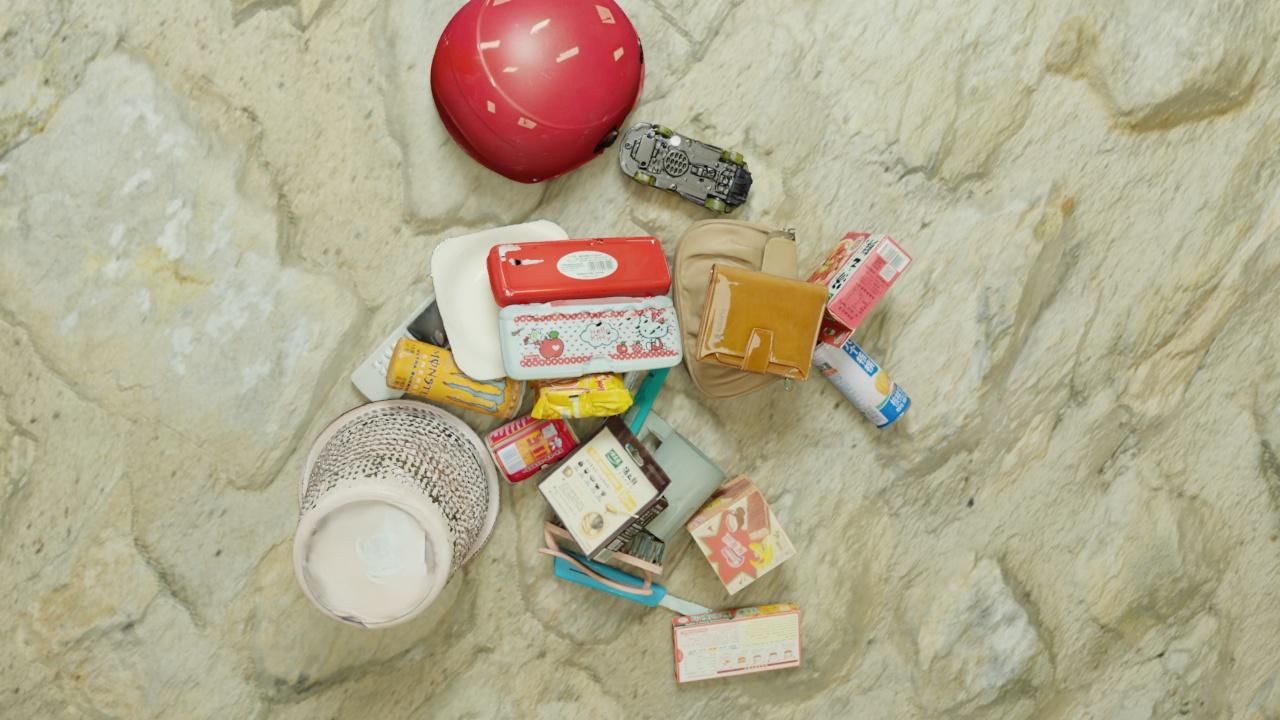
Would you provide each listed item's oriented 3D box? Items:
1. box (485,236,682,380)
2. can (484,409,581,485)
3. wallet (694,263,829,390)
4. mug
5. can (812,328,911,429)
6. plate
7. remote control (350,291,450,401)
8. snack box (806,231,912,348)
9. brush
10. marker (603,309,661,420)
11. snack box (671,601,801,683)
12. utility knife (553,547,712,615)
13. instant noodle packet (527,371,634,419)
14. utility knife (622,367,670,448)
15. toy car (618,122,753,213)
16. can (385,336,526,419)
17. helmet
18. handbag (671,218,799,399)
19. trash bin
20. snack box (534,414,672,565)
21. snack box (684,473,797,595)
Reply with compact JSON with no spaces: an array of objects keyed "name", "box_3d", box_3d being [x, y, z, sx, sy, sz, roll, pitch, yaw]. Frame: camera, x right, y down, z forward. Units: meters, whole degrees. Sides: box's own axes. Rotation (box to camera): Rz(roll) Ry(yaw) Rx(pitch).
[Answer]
[{"name":"box","box_3d":[-0.058,-0.060,0.989,0.200,0.050,0.160,-6,70,-20]},{"name":"can","box_3d":[-0.121,0.092,1.044,0.094,0.066,0.066,-29,99,-3]},{"name":"wallet","box_3d":[0.127,-0.034,0.982,0.130,0.035,0.119,10,93,-12]},{"name":"mug","box_3d":[0.022,0.133,1.068,0.124,0.083,0.103,41,92,17]},{"name":"can","box_3d":[0.256,0.018,1.086,0.134,0.053,0.053,44,90,-10]},{"name":"plate","box_3d":[-0.144,-0.066,1.022,0.164,0.034,0.163,-14,89,-20]},{"name":"remote control","box_3d":[-0.258,-0.013,1.038,0.058,0.021,0.150,44,91,-10]},{"name":"snack box","box_3d":[0.231,-0.083,1.040,0.044,0.113,0.127,39,91,-14]},{"name":"brush","box_3d":[-0.044,0.218,1.065,0.145,0.063,0.073,20,85,2]},{"name":"marker","box_3d":[-0.006,0.006,1.072,0.017,0.017,0.146,23,94,-9]},{"name":"snack box","box_3d":[0.118,0.344,1.120,0.155,0.027,0.077,-6,106,-6]},{"name":"utility knife","box_3d":[-0.009,0.274,1.106,0.208,0.018,0.034,22,94,-10]},{"name":"instant noodle packet","box_3d":[-0.069,0.030,1.011,0.110,0.128,0.044,-6,107,-6]},{"name":"utility knife","box_3d":[-0.002,0.053,1.071,0.029,0.013,0.178,25,84,32]},{"name":"toy car","box_3d":[0.051,-0.218,1.038,0.158,0.042,0.070,20,94,-10]},{"name":"can","box_3d":[-0.204,0.021,1.017,0.146,0.058,0.058,17,95,-21]},{"name":"helmet","box_3d":[-0.102,-0.307,0.961,0.240,0.144,0.207,-34,98,-3]},{"name":"handbag","box_3d":[0.111,-0.059,1.036,0.148,0.099,0.204,-8,103,-2]},{"name":"trash bin","box_3d":[-0.266,0.172,0.966,0.227,0.192,0.227,-1,102,-5]},{"name":"snack box","box_3d":[-0.037,0.141,1.015,0.125,0.053,0.113,-41,63,1]},{"name":"snack box","box_3d":[0.114,0.203,1.081,0.094,0.077,0.093,-32,100,-2]}]
